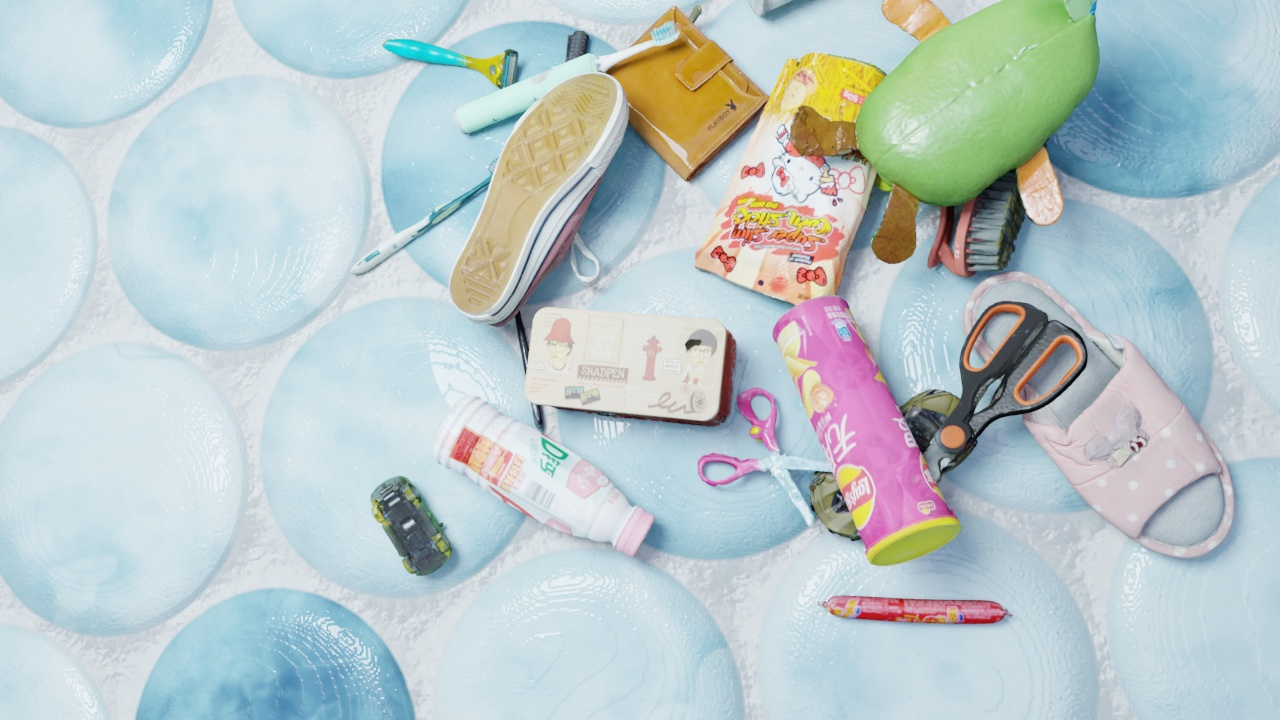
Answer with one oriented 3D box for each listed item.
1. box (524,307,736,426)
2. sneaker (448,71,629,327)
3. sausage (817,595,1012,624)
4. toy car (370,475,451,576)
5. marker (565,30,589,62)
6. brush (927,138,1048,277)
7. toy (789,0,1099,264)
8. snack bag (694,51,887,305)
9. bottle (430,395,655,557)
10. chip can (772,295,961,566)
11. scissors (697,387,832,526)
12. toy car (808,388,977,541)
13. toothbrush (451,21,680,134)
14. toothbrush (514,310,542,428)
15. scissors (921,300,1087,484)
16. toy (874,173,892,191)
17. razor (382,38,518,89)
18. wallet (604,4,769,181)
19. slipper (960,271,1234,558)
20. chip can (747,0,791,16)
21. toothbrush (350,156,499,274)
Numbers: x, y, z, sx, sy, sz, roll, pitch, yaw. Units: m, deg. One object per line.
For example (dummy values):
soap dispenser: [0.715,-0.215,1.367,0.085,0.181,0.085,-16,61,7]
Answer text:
box: [-0.005,0.005,0.791,0.168,0.079,0.091,5,84,14]
sneaker: [-0.080,-0.135,0.809,0.118,0.087,0.241,29,90,24]
sausage: [0.225,0.206,0.756,0.156,0.020,0.020,0,82,8]
toy car: [-0.201,0.146,0.810,0.043,0.036,0.091,-33,78,0]
marker: [-0.069,-0.245,0.858,0.023,0.018,0.130,7,82,29]
brush: [0.290,-0.140,0.779,0.069,0.063,0.145,14,84,40]
toy: [0.253,-0.197,0.722,0.247,0.090,0.227,-34,86,9]
snack bag: [0.140,-0.155,0.795,0.129,0.073,0.208,23,92,18]
bottle: [-0.081,0.102,0.789,0.197,0.068,0.068,28,86,6]
chip can: [0.172,0.051,0.724,0.071,0.071,0.210,-21,59,4]
scissors: [0.104,0.087,0.774,0.125,0.017,0.133,-33,60,9]
toy car: [0.211,0.085,0.765,0.158,0.042,0.070,-39,80,-2]
toothbrush: [-0.069,-0.256,0.835,0.225,0.027,0.026,-17,54,15]
toothbrush: [-0.105,-0.027,0.833,0.018,0.016,0.181,-10,80,-3]
scissors: [0.249,0.045,0.741,0.235,0.021,0.136,-33,60,10]
toy: [0.235,-0.198,0.803,0.100,0.031,0.096,-37,66,10]
razor: [-0.181,-0.287,0.872,0.132,0.028,0.043,14,115,7]
wallet: [0.041,-0.249,0.839,0.119,0.035,0.130,-44,79,6]
slipper: [0.370,0.038,0.742,0.114,0.054,0.274,-37,78,1]
chip can: [0.193,-0.385,0.817,0.215,0.071,0.071,-23,80,3]
toothbrush: [-0.194,-0.138,0.860,0.191,0.016,0.018,-34,69,1]
